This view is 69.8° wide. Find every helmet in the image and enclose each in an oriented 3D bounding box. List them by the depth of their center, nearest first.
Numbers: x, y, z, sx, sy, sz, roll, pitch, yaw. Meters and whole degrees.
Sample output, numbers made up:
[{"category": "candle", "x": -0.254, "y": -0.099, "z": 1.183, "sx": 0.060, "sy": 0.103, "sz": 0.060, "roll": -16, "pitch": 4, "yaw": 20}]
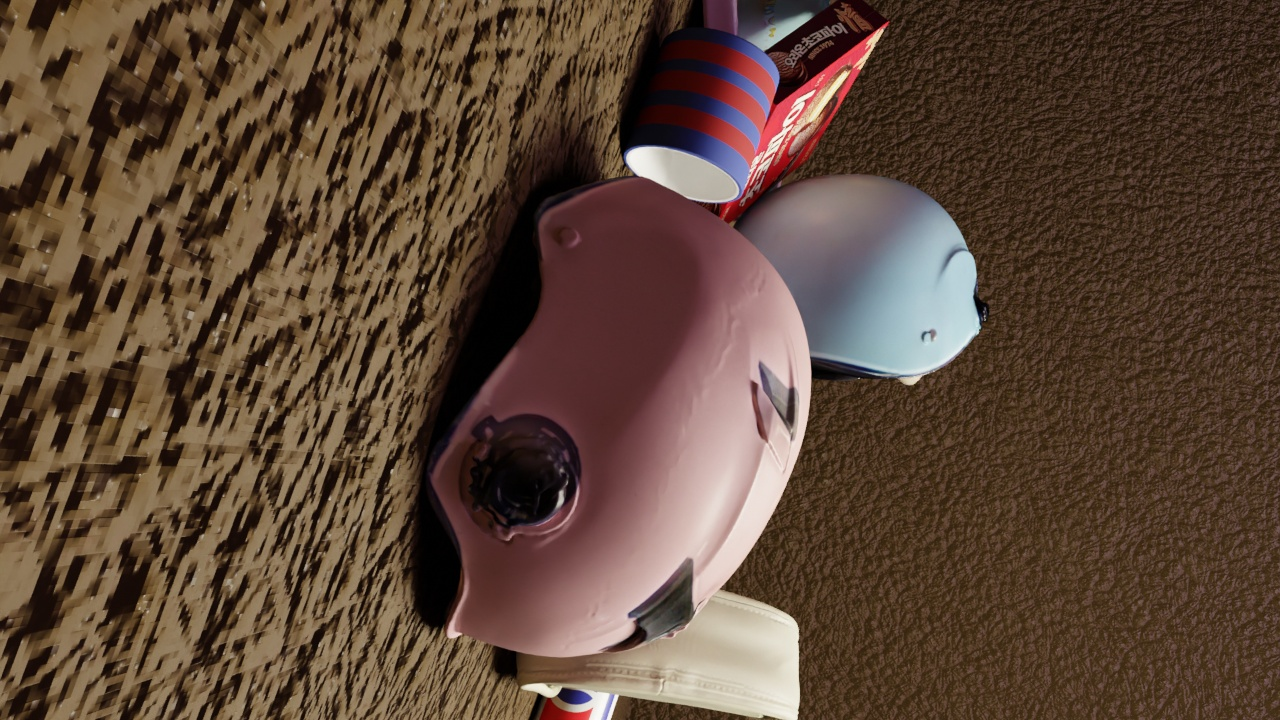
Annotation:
[{"category": "helmet", "x": 0.000, "y": 0.044, "z": 0.477, "sx": 0.230, "sy": 0.152, "sz": 0.255, "roll": 67, "pitch": 46, "yaw": -82}, {"category": "helmet", "x": 0.180, "y": -0.074, "z": 0.786, "sx": 0.265, "sy": 0.226, "sz": 0.167, "roll": -13, "pitch": 108, "yaw": -57}]

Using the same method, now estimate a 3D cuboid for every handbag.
[{"category": "handbag", "x": 0.020, "y": 0.213, "z": 0.720, "sx": 0.184, "sy": 0.229, "sz": 0.131, "roll": 115, "pitch": -15, "yaw": -59}]

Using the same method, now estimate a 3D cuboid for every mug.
[{"category": "mug", "x": 0.030, "y": -0.144, "z": 0.568, "sx": 0.112, "sy": 0.075, "sz": 0.076, "roll": -7, "pitch": -117, "yaw": 70}]

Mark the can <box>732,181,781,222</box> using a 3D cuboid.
[{"category": "can", "x": 0.091, "y": -0.164, "z": 0.863, "sx": 0.067, "sy": 0.076, "sz": 0.067, "roll": 19, "pitch": 89, "yaw": -82}]

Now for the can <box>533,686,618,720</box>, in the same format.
[{"category": "can", "x": -0.067, "y": 0.347, "z": 0.885, "sx": 0.070, "sy": 0.070, "sz": 0.131, "roll": 93, "pitch": 16, "yaw": -59}]

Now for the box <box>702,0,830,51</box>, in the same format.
[{"category": "box", "x": 0.100, "y": -0.222, "z": 0.712, "sx": 0.214, "sy": 0.092, "sz": 0.089, "roll": 41, "pitch": 47, "yaw": -81}]

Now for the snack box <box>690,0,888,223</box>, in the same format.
[{"category": "snack box", "x": 0.102, "y": -0.179, "z": 0.686, "sx": 0.132, "sy": 0.036, "sz": 0.152, "roll": -41, "pitch": 169, "yaw": -28}]
